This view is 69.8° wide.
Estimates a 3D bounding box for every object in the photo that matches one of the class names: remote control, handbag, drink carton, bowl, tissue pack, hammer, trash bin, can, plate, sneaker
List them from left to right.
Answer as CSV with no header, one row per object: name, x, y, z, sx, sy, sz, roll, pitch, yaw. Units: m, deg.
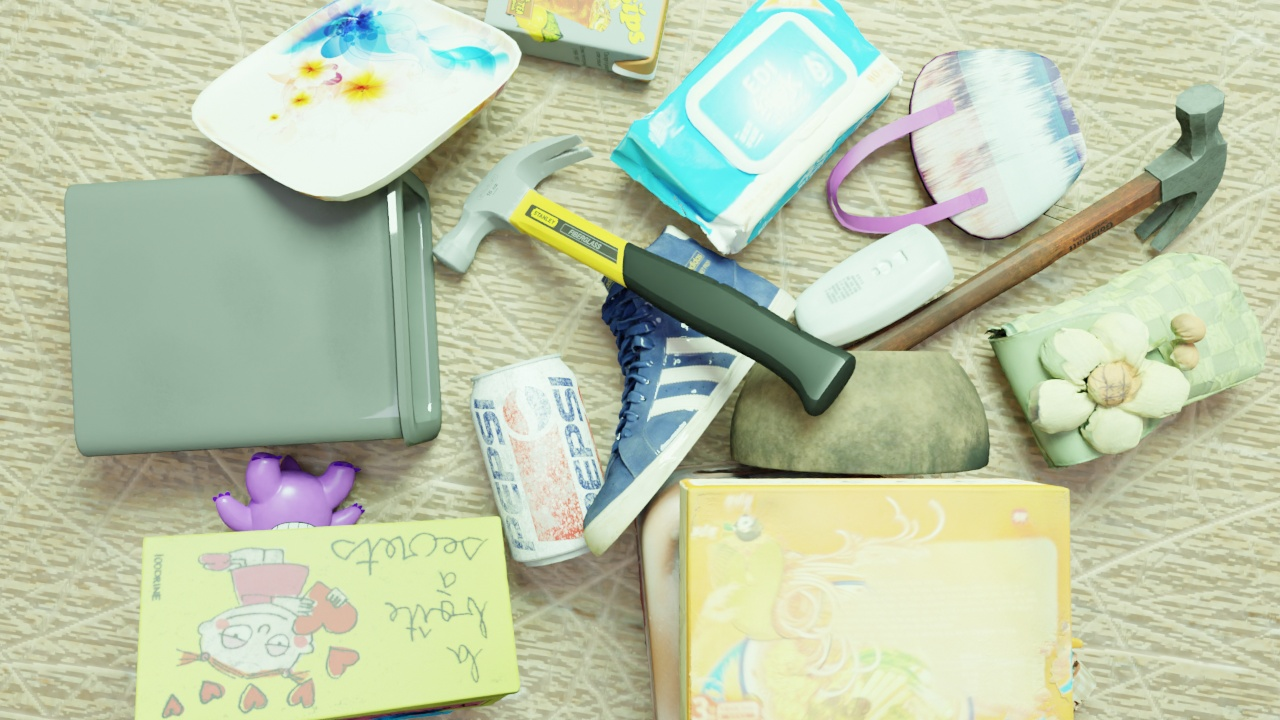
trash bin,-0.261,-0.032,0.638,0.220,0.097,0.192,-3,89,0
plate,-0.191,-0.184,0.624,0.187,0.016,0.186,31,63,27
can,-0.069,0.069,0.647,0.078,0.078,0.136,-16,89,-1
drink carton,-0.044,-0.253,0.668,0.125,0.048,0.076,11,89,-1
hammer,-0.003,-0.058,0.590,0.324,0.029,0.127,31,85,35
sneaker,-0.002,0.003,0.623,0.118,0.092,0.232,40,69,1
tissue pack,0.089,-0.179,0.652,0.117,0.066,0.209,44,77,3
trash bin,0.094,0.201,0.608,0.181,0.157,0.259,-5,89,-1
bowl,0.139,0.030,0.593,0.162,0.162,0.070,0,89,-1
remote control,0.164,-0.051,0.657,0.114,0.028,0.060,-33,46,14
handbag,0.220,-0.144,0.668,0.170,0.068,0.144,-21,94,5
hammer,0.275,-0.069,0.658,0.301,0.111,0.028,-32,46,7
handbag,0.343,-0.006,0.635,0.186,0.117,0.113,-25,89,0

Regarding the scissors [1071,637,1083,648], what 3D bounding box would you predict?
scissors,0.251,0.194,0.667,0.130,0.011,0.125,-3,69,16

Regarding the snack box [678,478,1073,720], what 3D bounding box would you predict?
snack box,0.118,0.137,0.491,0.195,0.080,0.145,0,87,-1

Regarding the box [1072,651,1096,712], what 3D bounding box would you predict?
box,0.255,0.282,0.664,0.187,0.060,0.058,-43,46,-1

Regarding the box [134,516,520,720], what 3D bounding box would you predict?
box,-0.196,0.172,0.591,0.220,0.082,0.124,1,64,-20

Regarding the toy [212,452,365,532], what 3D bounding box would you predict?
toy,-0.251,0.110,0.654,0.106,0.056,0.088,12,86,-36
